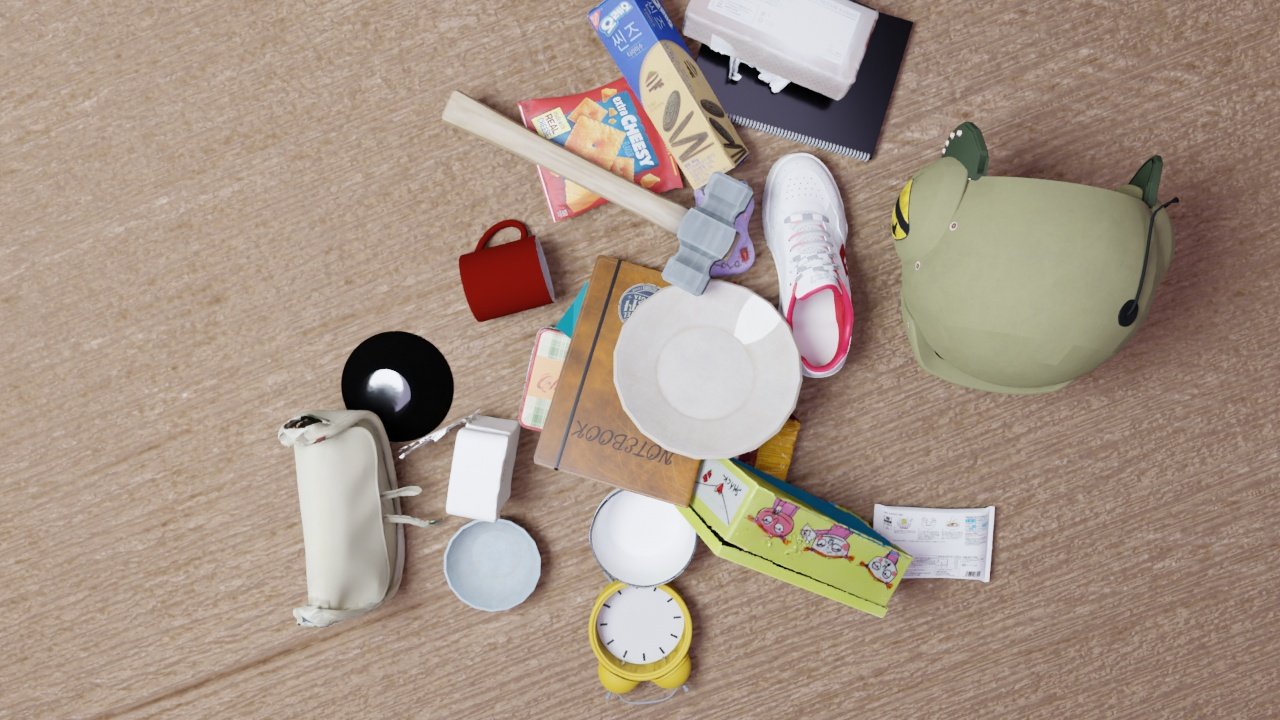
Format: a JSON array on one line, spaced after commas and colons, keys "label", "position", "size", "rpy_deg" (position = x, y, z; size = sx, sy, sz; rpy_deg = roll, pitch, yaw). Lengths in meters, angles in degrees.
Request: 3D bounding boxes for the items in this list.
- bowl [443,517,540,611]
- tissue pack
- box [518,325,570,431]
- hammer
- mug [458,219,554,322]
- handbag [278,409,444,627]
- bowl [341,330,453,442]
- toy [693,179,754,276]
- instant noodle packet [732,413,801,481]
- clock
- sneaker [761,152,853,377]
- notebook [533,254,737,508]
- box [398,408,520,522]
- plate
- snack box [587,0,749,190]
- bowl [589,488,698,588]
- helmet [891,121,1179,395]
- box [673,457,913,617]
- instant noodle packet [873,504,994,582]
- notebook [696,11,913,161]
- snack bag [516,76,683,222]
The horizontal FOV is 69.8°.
[{"label": "bowl", "position": [-0.162, 0.221, 1.019], "size": [0.106, 0.039, 0.106], "rpy_deg": [0, 97, 0]}, {"label": "tissue pack", "position": [0.136, -0.333, 0.928], "size": [0.181, 0.071, 0.103], "rpy_deg": [22, 79, -5]}, {"label": "box", "position": [-0.022, 0.038, 0.992], "size": [0.205, 0.050, 0.118], "rpy_deg": [15, 96, -1]}, {"label": "hammer", "position": [-0.050, -0.185, 0.919], "size": [0.323, 0.051, 0.117], "rpy_deg": [27, 97, 4]}, {"label": "mug", "position": [-0.143, -0.100, 0.968], "size": [0.082, 0.073, 0.105], "rpy_deg": [-15, 69, 1]}, {"label": "handbag", "position": [-0.286, 0.156, 0.935], "size": [0.132, 0.184, 0.229], "rpy_deg": [-3, 99, 1]}, {"label": "bowl", "position": [-0.268, 0.032, 0.987], "size": [0.124, 0.052, 0.124], "rpy_deg": [0, 97, 0]}, {"label": "toy", "position": [0.084, -0.139, 0.974], "size": [0.080, 0.036, 0.100], "rpy_deg": [-8, 98, -7]}, {"label": "instant noodle packet", "position": [0.113, 0.115, 0.999], "size": [0.098, 0.040, 0.135], "rpy_deg": [12, 98, -21]}, {"label": "clock", "position": [0.001, 0.310, 1.028], "size": [0.113, 0.052, 0.152], "rpy_deg": [-6, 93, 0]}, {"label": "sneaker", "position": [0.179, -0.098, 0.947], "size": [0.090, 0.104, 0.236], "rpy_deg": [-2, 97, 0]}, {"label": "notebook", "position": [-0.005, 0.008, 0.949], "size": [0.178, 0.014, 0.248], "rpy_deg": [16, 73, -1]}, {"label": "box", "position": [-0.200, 0.103, 0.970], "size": [0.130, 0.110, 0.103], "rpy_deg": [9, 97, -3]}, {"label": "plate", "position": [0.067, 0.010, 0.927], "size": [0.189, 0.027, 0.188], "rpy_deg": [0, 72, -1]}, {"label": "snack box", "position": [0.030, -0.277, 0.926], "size": [0.056, 0.057, 0.207], "rpy_deg": [-24, 107, 36]}, {"label": "bowl", "position": [0.003, 0.183, 1.002], "size": [0.116, 0.065, 0.116], "rpy_deg": [0, 97, 0]}, {"label": "helmet", "position": [0.352, -0.085, 0.863], "size": [0.250, 0.255, 0.233], "rpy_deg": [10, 94, 0]}, {"label": "box", "position": [0.158, 0.177, 0.944], "size": [0.221, 0.124, 0.082], "rpy_deg": [28, 94, -27]}, {"label": "instant noodle packet", "position": [0.327, 0.205, 1.027], "size": [0.134, 0.026, 0.087], "rpy_deg": [1, 97, -1]}, {"label": "notebook", "position": [0.165, -0.309, 0.965], "size": [0.206, 0.016, 0.149], "rpy_deg": [16, 96, -2]}, {"label": "snack bag", "position": [-0.041, -0.225, 0.961], "size": [0.144, 0.039, 0.131], "rpy_deg": [-17, 96, -8]}]
